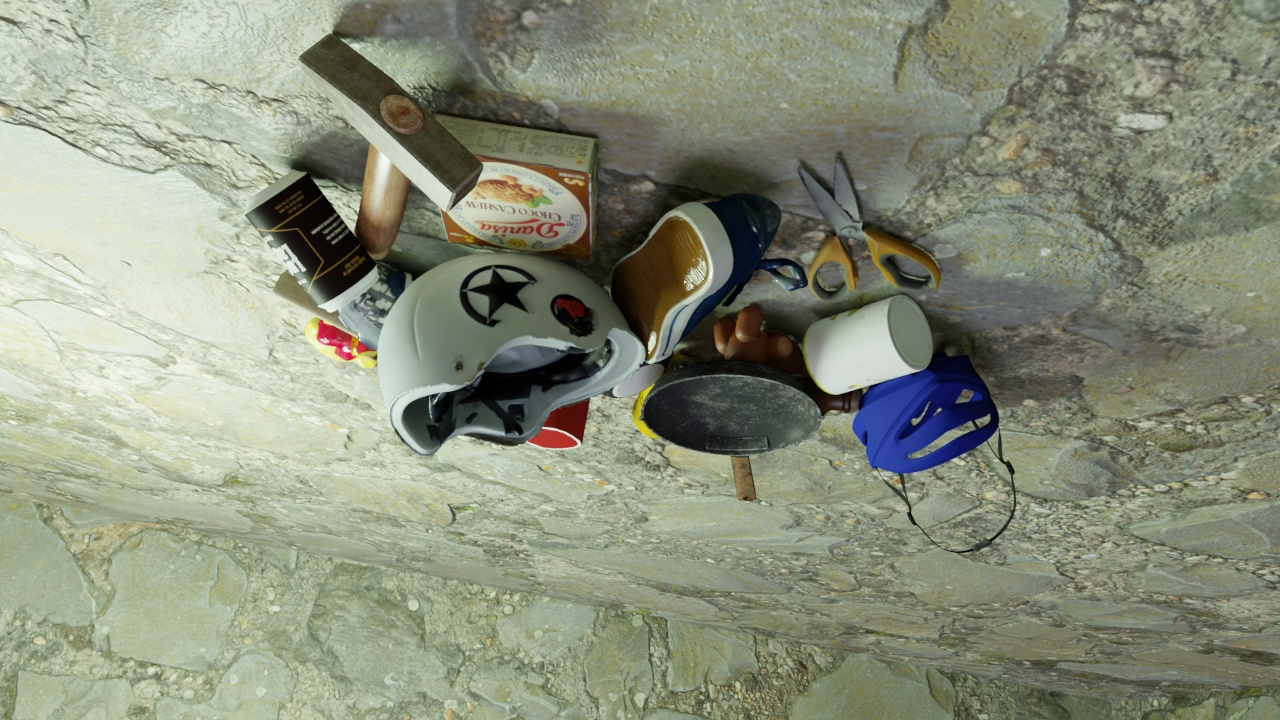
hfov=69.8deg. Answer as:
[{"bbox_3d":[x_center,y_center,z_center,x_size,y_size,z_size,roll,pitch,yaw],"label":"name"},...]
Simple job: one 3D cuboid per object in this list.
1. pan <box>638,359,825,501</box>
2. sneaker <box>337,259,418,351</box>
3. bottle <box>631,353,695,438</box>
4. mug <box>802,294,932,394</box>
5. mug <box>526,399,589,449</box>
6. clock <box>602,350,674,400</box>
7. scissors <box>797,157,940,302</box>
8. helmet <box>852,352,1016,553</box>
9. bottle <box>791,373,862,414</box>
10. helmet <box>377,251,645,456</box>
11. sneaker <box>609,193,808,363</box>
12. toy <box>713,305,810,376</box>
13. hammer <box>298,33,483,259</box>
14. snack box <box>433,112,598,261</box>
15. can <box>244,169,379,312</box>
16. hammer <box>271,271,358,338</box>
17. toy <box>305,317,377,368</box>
[{"bbox_3d":[0.116,0.092,1.108,0.208,0.040,0.357,-1,151,11],"label":"pan"},{"bbox_3d":[-0.222,-0.056,1.043,0.133,0.103,0.269,-23,142,27],"label":"sneaker"},{"bbox_3d":[0.039,0.041,1.160,0.071,0.071,0.164,12,155,-6],"label":"bottle"},{"bbox_3d":[0.236,-0.015,0.955,0.082,0.082,0.106,27,149,-34],"label":"mug"},{"bbox_3d":[-0.127,0.062,1.231,0.117,0.096,0.080,-8,150,33],"label":"mug"},{"bbox_3d":[-0.006,0.006,1.067,0.123,0.043,0.091,-37,156,19],"label":"clock"},{"bbox_3d":[0.207,-0.112,0.837,0.166,0.016,0.225,2,154,15],"label":"scissors"},{"bbox_3d":[0.335,0.102,1.015,0.148,0.227,0.241,-27,166,-1],"label":"helmet"},{"bbox_3d":[0.188,0.041,1.109,0.157,0.067,0.068,2,154,15],"label":"bottle"},{"bbox_3d":[-0.138,-0.024,0.934,0.263,0.163,0.237,-12,160,-25],"label":"helmet"},{"bbox_3d":[0.060,-0.079,0.898,0.127,0.120,0.295,-26,172,-23],"label":"sneaker"},{"bbox_3d":[0.146,-0.014,1.034,0.127,0.065,0.095,16,164,-34],"label":"toy"},{"bbox_3d":[-0.238,-0.159,0.832,0.158,0.037,0.301,43,157,-6],"label":"hammer"},{"bbox_3d":[-0.111,-0.152,0.834,0.143,0.041,0.147,9,155,1],"label":"snack box"},{"bbox_3d":[-0.320,-0.117,0.897,0.072,0.071,0.128,-14,119,40],"label":"can"},{"bbox_3d":[-0.295,-0.017,1.144,0.331,0.119,0.031,30,164,-22],"label":"hammer"},{"bbox_3d":[-0.374,-0.027,1.185,0.137,0.067,0.105,12,156,24],"label":"toy"}]
